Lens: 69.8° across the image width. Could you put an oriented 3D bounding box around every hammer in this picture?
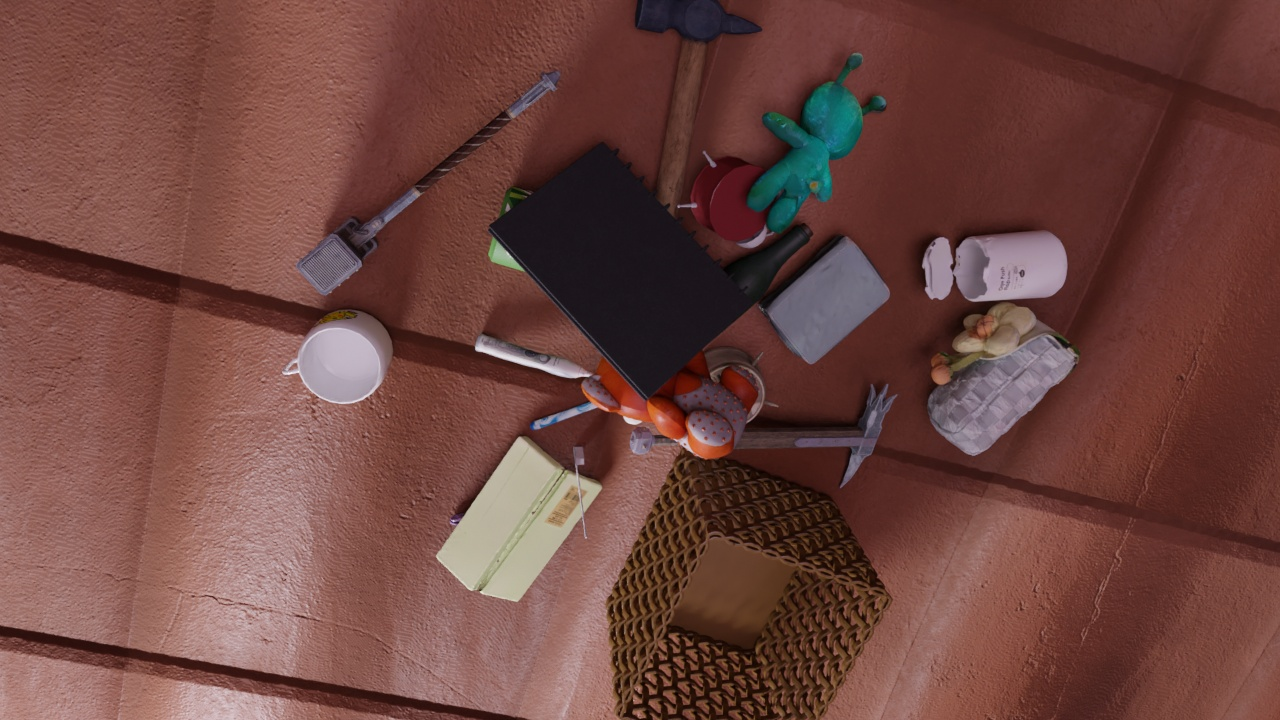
[{"bbox_3d":[0.038,-0.219,0.984,0.129,0.040,0.322,6,110,-11],"label":"hammer"},{"bbox_3d":[-0.209,-0.190,0.937,0.322,0.098,0.044,-37,108,9],"label":"hammer"},{"bbox_3d":[0.136,0.094,1.065,0.316,0.028,0.147,1,122,-20],"label":"hammer"}]

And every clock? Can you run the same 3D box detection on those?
[{"bbox_3d":[0.107,-0.171,0.990,0.124,0.044,0.087,16,106,-36],"label":"clock"},{"bbox_3d":[0.084,0.041,1.069,0.141,0.054,0.093,-19,111,0],"label":"clock"}]

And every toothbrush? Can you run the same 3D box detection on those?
[{"bbox_3d":[-0.064,0.144,1.027,0.010,0.181,0.010,-1,115,-8],"label":"toothbrush"},{"bbox_3d":[-0.097,0.005,1.041,0.185,0.022,0.024,17,138,3],"label":"toothbrush"}]

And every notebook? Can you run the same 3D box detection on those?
[{"bbox_3d":[-0.014,-0.097,0.933,0.168,0.019,0.231,-42,87,-23],"label":"notebook"}]

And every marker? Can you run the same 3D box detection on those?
[{"bbox_3d":[-0.064,0.055,1.084,0.142,0.013,0.013,-20,110,3],"label":"marker"}]

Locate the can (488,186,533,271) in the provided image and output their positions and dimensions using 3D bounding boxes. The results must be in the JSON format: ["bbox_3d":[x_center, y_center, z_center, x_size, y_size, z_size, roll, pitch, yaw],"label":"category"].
[{"bbox_3d":[-0.083,-0.126,0.979,0.144,0.083,0.083,16,108,-10],"label":"can"}]

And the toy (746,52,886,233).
[{"bbox_3d":[0.185,-0.221,0.960,0.130,0.072,0.193,40,83,-40],"label":"toy"}]

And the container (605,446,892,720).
[{"bbox_3d":[0.109,0.280,1.072,0.219,0.214,0.252,21,107,-12],"label":"container"}]

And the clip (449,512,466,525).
[{"bbox_3d":[-0.203,0.191,1.123,0.050,0.014,0.045,27,105,-16],"label":"clip"}]

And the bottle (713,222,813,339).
[{"bbox_3d":[0.120,-0.091,1.025,0.174,0.055,0.055,-40,108,8],"label":"bottle"}]

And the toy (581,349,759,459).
[{"bbox_3d":[0.034,0.030,0.974,0.172,0.163,0.093,25,123,7],"label":"toy"}]

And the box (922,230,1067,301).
[{"bbox_3d":[0.387,-0.104,1.032,0.159,0.091,0.081,-5,114,-11],"label":"box"}]

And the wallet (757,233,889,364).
[{"bbox_3d":[0.208,-0.070,1.042,0.132,0.054,0.100,-39,117,7],"label":"wallet"}]

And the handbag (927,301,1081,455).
[{"bbox_3d":[0.397,0.017,1.057,0.123,0.112,0.172,35,105,-16],"label":"handbag"}]

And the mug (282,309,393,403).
[{"bbox_3d":[-0.334,-0.004,1.011,0.115,0.068,0.094,-11,110,-1],"label":"mug"}]

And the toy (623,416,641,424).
[{"bbox_3d":[-0.006,0.006,1.056,0.076,0.037,0.125,-24,91,9],"label":"toy"}]

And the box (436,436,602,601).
[{"bbox_3d":[-0.145,0.197,1.099,0.133,0.061,0.188,35,97,-18],"label":"box"}]
